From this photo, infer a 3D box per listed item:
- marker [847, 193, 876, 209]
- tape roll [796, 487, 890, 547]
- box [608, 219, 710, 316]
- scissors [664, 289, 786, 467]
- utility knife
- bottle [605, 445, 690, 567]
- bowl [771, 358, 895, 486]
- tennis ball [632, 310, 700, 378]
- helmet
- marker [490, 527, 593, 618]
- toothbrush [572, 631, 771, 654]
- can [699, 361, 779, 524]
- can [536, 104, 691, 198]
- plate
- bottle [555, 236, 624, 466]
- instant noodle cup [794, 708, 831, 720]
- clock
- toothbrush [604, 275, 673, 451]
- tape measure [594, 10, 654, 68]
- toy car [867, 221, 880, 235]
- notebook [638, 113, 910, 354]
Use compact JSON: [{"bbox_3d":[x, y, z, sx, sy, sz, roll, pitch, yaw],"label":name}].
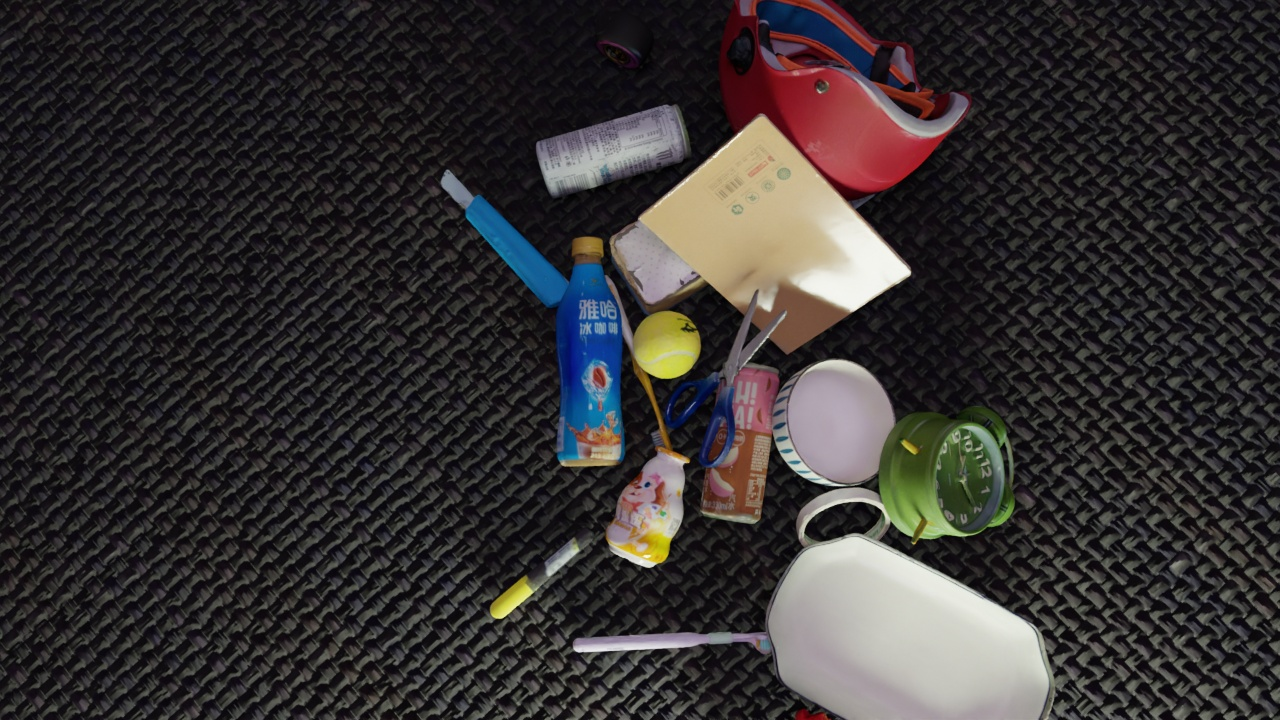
[{"bbox_3d":[0.176,-0.133,0.910,0.146,0.017,0.017,-36,83,-2],"label":"marker"},{"bbox_3d":[0.187,0.150,0.848,0.086,0.086,0.013,-9,42,1],"label":"tape roll"},{"bbox_3d":[0.052,-0.116,0.893,0.184,0.061,0.090,-30,82,1],"label":"box"},{"bbox_3d":[0.075,0.018,0.853,0.012,0.161,0.163,15,74,-38],"label":"scissors"},{"bbox_3d":[-0.137,-0.124,0.922,0.034,0.018,0.188,-42,83,-14],"label":"utility knife"},{"bbox_3d":[0.011,0.136,0.863,0.063,0.063,0.108,22,84,5],"label":"bottle"},{"bbox_3d":[0.171,0.061,0.854,0.116,0.066,0.116,5,76,-20],"label":"bowl"},{"bbox_3d":[0.025,-0.015,0.878,0.065,0.065,0.065,0,83,2],"label":"tennis ball"},{"bbox_3d":[0.160,-0.241,0.851,0.206,0.144,0.240,-8,50,-38],"label":"helmet"},{"bbox_3d":[-0.094,0.204,0.885,0.124,0.015,0.018,-40,84,-5],"label":"marker"},{"bbox_3d":[0.030,0.269,0.869,0.189,0.029,0.021,-2,43,4],"label":"toothbrush"},{"bbox_3d":[0.094,0.077,0.868,0.058,0.058,0.147,8,84,3],"label":"can"},{"bbox_3d":[-0.027,-0.207,0.907,0.147,0.058,0.058,-16,83,0],"label":"can"},{"bbox_3d":[0.244,0.268,0.847,0.266,0.034,0.162,26,89,5],"label":"plate"},{"bbox_3d":[-0.049,-0.009,0.880,0.065,0.065,0.218,-1,84,2],"label":"bottle"},{"bbox_3d":[0.132,0.391,0.809,0.124,0.116,0.116,-31,83,10],"label":"instant noodle cup"},{"bbox_3d":[0.289,0.103,0.839,0.161,0.056,0.116,-9,93,-34],"label":"clock"},{"bbox_3d":[-0.005,0.005,0.903,0.018,0.016,0.191,-21,83,9],"label":"toothbrush"},{"bbox_3d":[-0.015,-0.324,0.921,0.058,0.057,0.039,26,84,14],"label":"tape measure"},{"bbox_3d":[0.188,-0.095,0.897,0.105,0.031,0.049,-31,82,-3],"label":"toy car"},{"bbox_3d":[0.122,-0.104,0.826,0.207,0.008,0.148,39,124,-23],"label":"notebook"}]
